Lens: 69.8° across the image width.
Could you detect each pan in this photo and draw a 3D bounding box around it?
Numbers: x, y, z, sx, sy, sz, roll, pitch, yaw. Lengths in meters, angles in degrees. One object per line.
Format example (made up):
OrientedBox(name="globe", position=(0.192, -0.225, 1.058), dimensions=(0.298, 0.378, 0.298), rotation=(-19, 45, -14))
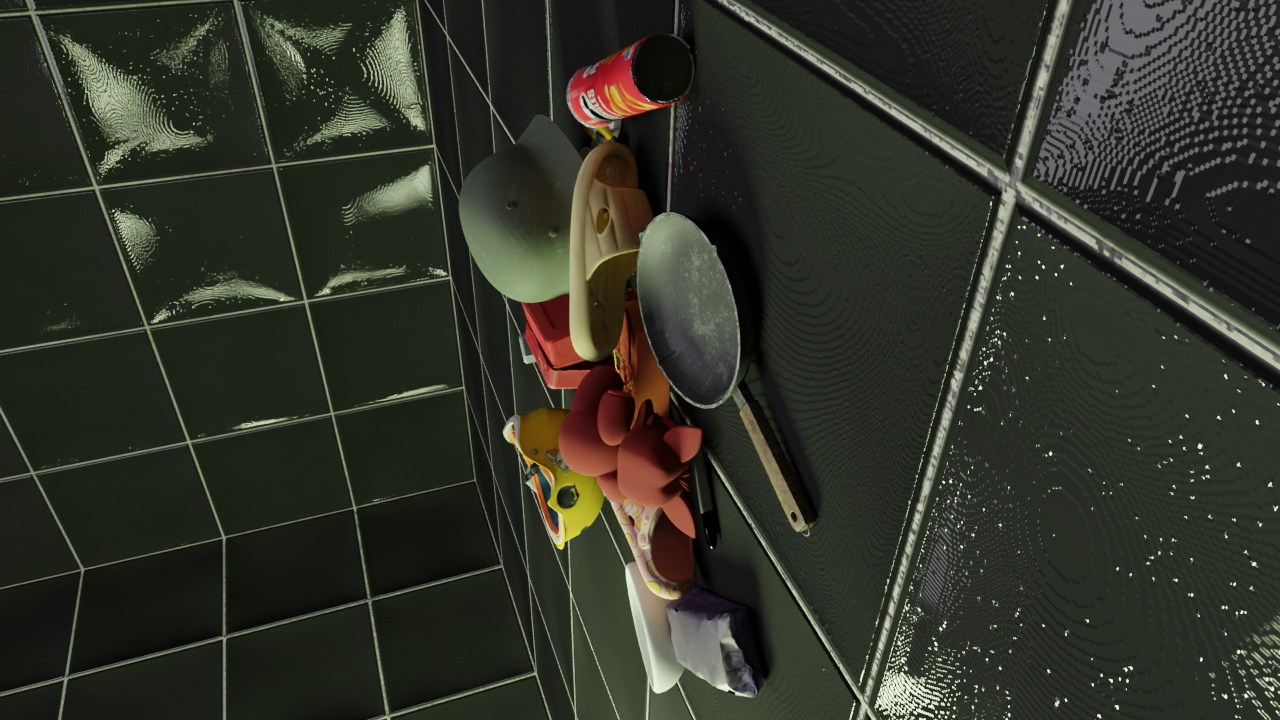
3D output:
OrientedBox(name="pan", position=(0.089, 0.010, 0.907), dimensions=(0.356, 0.040, 0.208), rotation=(62, 153, 23))

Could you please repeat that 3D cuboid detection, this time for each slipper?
OrientedBox(name="slipper", position=(-0.028, -0.125, 1.077), dimensions=(0.079, 0.111, 0.261), rotation=(10, 97, 35))
OrientedBox(name="slipper", position=(0.029, 0.203, 1.176), dimensions=(0.082, 0.093, 0.197), rotation=(-48, 54, 45))

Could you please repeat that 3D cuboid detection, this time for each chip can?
OrientedBox(name="chip can", position=(-0.015, -0.297, 0.987), dimensions=(0.233, 0.073, 0.073), rotation=(-155, 55, -69))

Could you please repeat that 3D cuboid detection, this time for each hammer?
OrientedBox(name="hammer", position=(-0.146, -0.010, 1.585), dimensions=(0.323, 0.117, 0.051), rotation=(126, 131, -79))

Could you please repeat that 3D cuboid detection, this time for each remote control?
OrientedBox(name="remote control", position=(-0.046, -0.292, 1.191), dimensions=(0.137, 0.013, 0.043), rotation=(124, 132, -67))

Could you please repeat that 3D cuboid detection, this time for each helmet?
OrientedBox(name="helmet", position=(-0.124, 0.184, 1.560), dimensions=(0.240, 0.139, 0.209), rotation=(68, 165, -10))
OrientedBox(name="helmet", position=(-0.154, -0.175, 1.228), dimensions=(0.267, 0.153, 0.227), rotation=(60, 162, 13))

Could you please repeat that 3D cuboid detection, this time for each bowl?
OrientedBox(name="bowl", position=(0.031, 0.361, 1.265), dimensions=(0.177, 0.066, 0.176), rotation=(167, 91, -83))

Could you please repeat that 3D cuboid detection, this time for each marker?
OrientedBox(name="marker", position=(0.074, 0.155, 1.091), dimensions=(0.022, 0.016, 0.138), rotation=(172, 89, -77))

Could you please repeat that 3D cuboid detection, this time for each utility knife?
OrientedBox(name="utility knife", position=(-0.056, -0.292, 1.177), dimensions=(0.155, 0.017, 0.030), rotation=(-122, 35, -56))

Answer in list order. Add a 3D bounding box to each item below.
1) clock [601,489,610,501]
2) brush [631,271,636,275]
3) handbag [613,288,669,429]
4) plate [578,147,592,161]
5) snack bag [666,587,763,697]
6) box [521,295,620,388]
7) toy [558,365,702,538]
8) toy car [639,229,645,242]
OrientedBox(name="clock", position=(-0.034, 0.180, 1.398), dimensions=(0.090, 0.052, 0.129), rotation=(-172, 72, -72))
OrientedBox(name="brush", position=(-0.039, -0.177, 1.154), dimensions=(0.041, 0.030, 0.172), rotation=(18, 133, 36))
OrientedBox(name="handbag", position=(-0.007, 0.007, 1.190), dimensions=(0.108, 0.060, 0.172), rotation=(-117, 23, -53))
OrientedBox(name="plate", position=(-0.068, -0.198, 1.260), dimensions=(0.182, 0.034, 0.182), rotation=(162, 90, -75))
OrientedBox(name="snack bag", position=(0.085, 0.337, 1.104), dimensions=(0.206, 0.058, 0.096), rotation=(155, 104, -74))
OrientedBox(name="box", position=(-0.092, -0.047, 1.304), dimensions=(0.157, 0.136, 0.123), rotation=(-124, 34, -51))
OrientedBox(name="toy", position=(-0.004, 0.108, 1.105), dimensions=(0.197, 0.120, 0.159), rotation=(23, 122, 34))
OrientedBox(name="toy car", position=(0.030, -0.101, 1.038), dimensions=(0.105, 0.032, 0.048), rotation=(69, 164, -15))
